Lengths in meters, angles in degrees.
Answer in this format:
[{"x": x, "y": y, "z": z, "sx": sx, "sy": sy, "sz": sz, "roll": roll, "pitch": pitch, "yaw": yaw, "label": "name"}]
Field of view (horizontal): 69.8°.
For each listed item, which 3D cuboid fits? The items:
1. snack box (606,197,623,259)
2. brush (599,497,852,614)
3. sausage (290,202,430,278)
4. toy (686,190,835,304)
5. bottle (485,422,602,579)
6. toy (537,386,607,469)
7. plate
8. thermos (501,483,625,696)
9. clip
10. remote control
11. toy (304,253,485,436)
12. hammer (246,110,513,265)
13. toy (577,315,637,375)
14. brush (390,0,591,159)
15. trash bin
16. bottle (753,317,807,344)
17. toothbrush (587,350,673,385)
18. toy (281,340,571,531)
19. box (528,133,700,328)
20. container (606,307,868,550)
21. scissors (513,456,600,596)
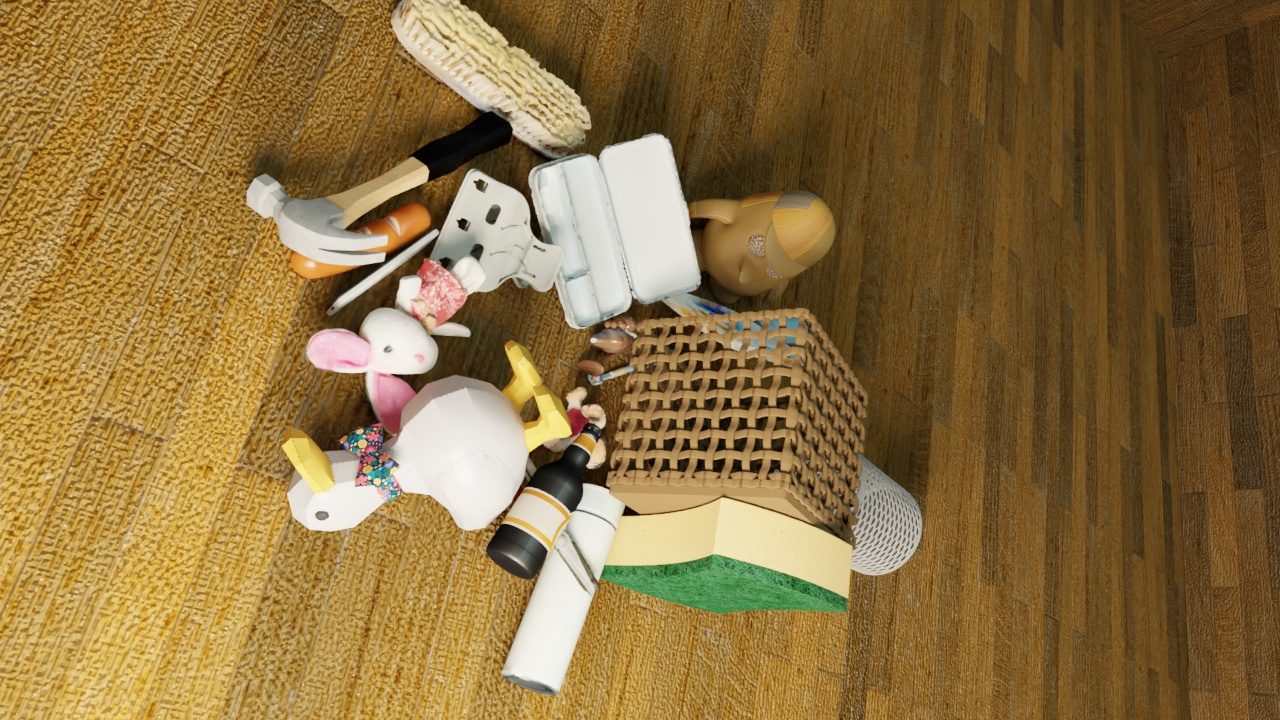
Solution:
[{"x": 0.000, "y": -0.178, "z": 1.198, "sx": 0.106, "sy": 0.061, "sz": 0.083, "roll": 53, "pitch": 34, "yaw": -19, "label": "snack box"}, {"x": 0.094, "y": 0.234, "z": 1.064, "sx": 0.195, "sy": 0.251, "sz": 0.075, "roll": 24, "pitch": 64, "yaw": -29, "label": "brush"}, {"x": -0.286, "y": -0.123, "z": 0.949, "sx": 0.163, "sy": 0.039, "sz": 0.044, "roll": -33, "pitch": 136, "yaw": -42, "label": "sausage"}, {"x": 0.174, "y": -0.161, "z": 1.268, "sx": 0.198, "sy": 0.204, "sz": 0.162, "roll": 45, "pitch": 53, "yaw": -25, "label": "toy"}, {"x": -0.093, "y": 0.143, "z": 0.984, "sx": 0.059, "sy": 0.059, "sz": 0.181, "roll": 46, "pitch": 59, "yaw": -24, "label": "bottle"}, {"x": -0.075, "y": 0.093, "z": 1.079, "sx": 0.085, "sy": 0.074, "sz": 0.106, "roll": -33, "pitch": 127, "yaw": -11, "label": "toy"}, {"x": 0.120, "y": -0.042, "z": 1.232, "sx": 0.186, "sy": 0.187, "sz": 0.016, "roll": 15, "pitch": 108, "yaw": -41, "label": "plate"}, {"x": -0.083, "y": 0.251, "z": 1.027, "sx": 0.068, "sy": 0.068, "sz": 0.229, "roll": 38, "pitch": 56, "yaw": -30, "label": "thermos"}, {"x": -0.160, "y": -0.131, "z": 1.039, "sx": 0.143, "sy": 0.074, "sz": 0.124, "roll": 26, "pitch": 86, "yaw": -40, "label": "clip"}, {"x": -0.267, "y": -0.094, "z": 0.956, "sx": 0.008, "sy": 0.045, "sz": 0.146, "roll": 51, "pitch": 50, "yaw": -10, "label": "remote control"}, {"x": -0.234, "y": -0.031, "z": 0.940, "sx": 0.193, "sy": 0.084, "sz": 0.159, "roll": -51, "pitch": 136, "yaw": -21, "label": "toy"}, {"x": -0.248, "y": -0.198, "z": 0.979, "sx": 0.131, "sy": 0.039, "sz": 0.327, "roll": 34, "pitch": 43, "yaw": 10, "label": "hammer"}, {"x": -0.036, "y": -0.023, "z": 1.156, "sx": 0.101, "sy": 0.042, "sz": 0.055, "roll": -30, "pitch": 123, "yaw": -51, "label": "toy"}, {"x": -0.173, "y": -0.341, "z": 1.096, "sx": 0.271, "sy": 0.057, "sz": 0.083, "roll": 34, "pitch": 57, "yaw": -32, "label": "brush"}, {"x": 0.300, "y": 0.217, "z": 1.329, "sx": 0.183, "sy": 0.157, "sz": 0.156, "roll": 32, "pitch": 60, "yaw": -36, "label": "trash bin"}, {"x": 0.197, "y": -0.044, "z": 1.374, "sx": 0.129, "sy": 0.040, "sz": 0.040, "roll": -2, "pitch": 81, "yaw": -43, "label": "bottle"}, {"x": -0.007, "y": 0.007, "z": 1.191, "sx": 0.154, "sy": 0.016, "sz": 0.022, "roll": -18, "pitch": 54, "yaw": -43, "label": "toothbrush"}, {"x": -0.201, "y": 0.098, "z": 0.902, "sx": 0.267, "sy": 0.141, "sz": 0.247, "roll": -32, "pitch": 140, "yaw": -6, "label": "toy"}, {"x": -0.029, "y": -0.159, "z": 1.128, "sx": 0.192, "sy": 0.061, "sz": 0.210, "roll": -23, "pitch": 112, "yaw": -17, "label": "box"}, {"x": 0.127, "y": 0.096, "z": 1.106, "sx": 0.251, "sy": 0.220, "sz": 0.213, "roll": 42, "pitch": 52, "yaw": -51, "label": "container"}, {"x": -0.110, "y": 0.172, "z": 1.010, "sx": 0.146, "sy": 0.015, "sz": 0.187, "roll": 8, "pitch": 58, "yaw": -21, "label": "scissors"}]
